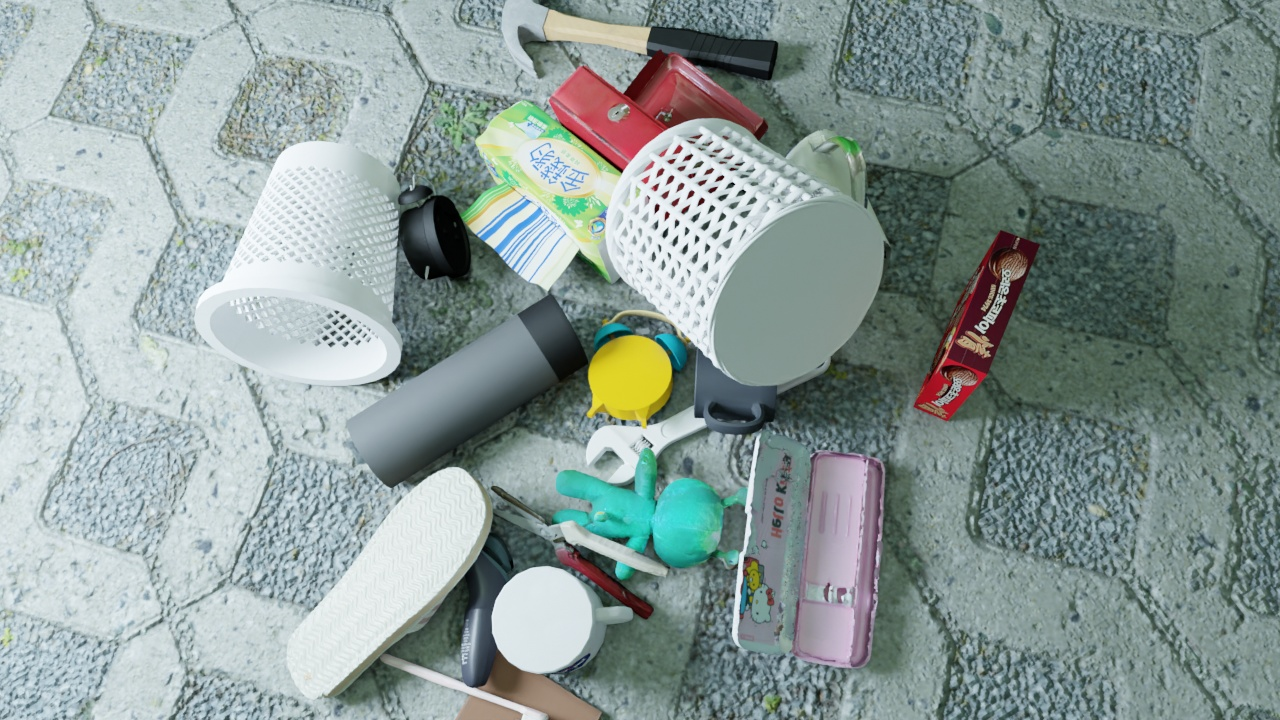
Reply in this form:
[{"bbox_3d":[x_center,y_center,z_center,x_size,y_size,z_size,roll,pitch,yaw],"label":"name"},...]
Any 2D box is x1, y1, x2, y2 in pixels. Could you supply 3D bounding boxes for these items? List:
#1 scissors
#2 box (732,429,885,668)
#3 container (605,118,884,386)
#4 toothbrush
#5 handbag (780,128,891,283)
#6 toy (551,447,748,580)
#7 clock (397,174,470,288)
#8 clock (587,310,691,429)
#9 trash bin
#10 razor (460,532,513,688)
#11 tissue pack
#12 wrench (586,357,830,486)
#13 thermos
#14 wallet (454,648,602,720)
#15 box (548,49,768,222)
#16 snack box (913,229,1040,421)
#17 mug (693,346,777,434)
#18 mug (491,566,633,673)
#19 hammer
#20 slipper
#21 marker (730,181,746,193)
[{"bbox_3d":[-0.054,0.182,0.872,0.180,0.185,0.015,-12,27,39],"label":"scissors"},{"bbox_3d":[0.156,0.178,0.864,0.153,0.067,0.201,13,72,-11],"label":"box"},{"bbox_3d":[0.092,-0.102,0.848,0.189,0.189,0.187,-36,45,-7],"label":"container"},{"bbox_3d":[-0.170,0.312,0.866,0.181,0.016,0.018,15,78,18],"label":"toothbrush"},{"bbox_3d":[0.190,-0.158,0.910,0.074,0.176,0.151,-18,70,0],"label":"handbag"},{"bbox_3d":[0.009,0.151,0.879,0.193,0.072,0.130,7,88,8],"label":"toy"},{"bbox_3d":[-0.225,-0.142,0.995,0.043,0.091,0.120,-13,84,12],"label":"clock"},{"bbox_3d":[-0.006,0.006,0.941,0.099,0.044,0.129,12,65,12],"label":"clock"},{"bbox_3d":[-0.333,-0.106,0.954,0.195,0.196,0.199,0,62,6],"label":"trash bin"},{"bbox_3d":[-0.152,0.238,0.878,0.052,0.047,0.142,21,61,-30],"label":"razor"},{"bbox_3d":[-0.100,-0.159,0.979,0.198,0.120,0.141,40,81,24],"label":"tissue pack"},{"bbox_3d":[0.072,0.051,0.938,0.273,0.018,0.066,-26,70,-4],"label":"wrench"},{"bbox_3d":[-0.172,0.030,0.935,0.240,0.082,0.082,-33,71,-5],"label":"thermos"},{"bbox_3d":[-0.108,0.339,0.860,0.121,0.013,0.087,26,76,15],"label":"wallet"},{"bbox_3d":[0.013,-0.246,0.962,0.157,0.170,0.157,40,105,17],"label":"box"},{"bbox_3d":[0.313,-0.028,0.866,0.036,0.152,0.132,24,75,13],"label":"snack box"},{"bbox_3d":[0.091,0.033,0.886,0.077,0.071,0.104,3,38,5],"label":"mug"},{"bbox_3d":[-0.067,0.240,0.849,0.121,0.090,0.091,-8,71,3],"label":"mug"},{"bbox_3d":[-0.004,-0.378,1.080,0.328,0.039,0.131,12,74,9],"label":"hammer"},{"bbox_3d":[-0.238,0.216,0.890,0.263,0.052,0.115,-48,58,3],"label":"slipper"},{"bbox_3d":[0.070,-0.228,1.034,0.152,0.011,0.011,37,79,16],"label":"marker"}]
